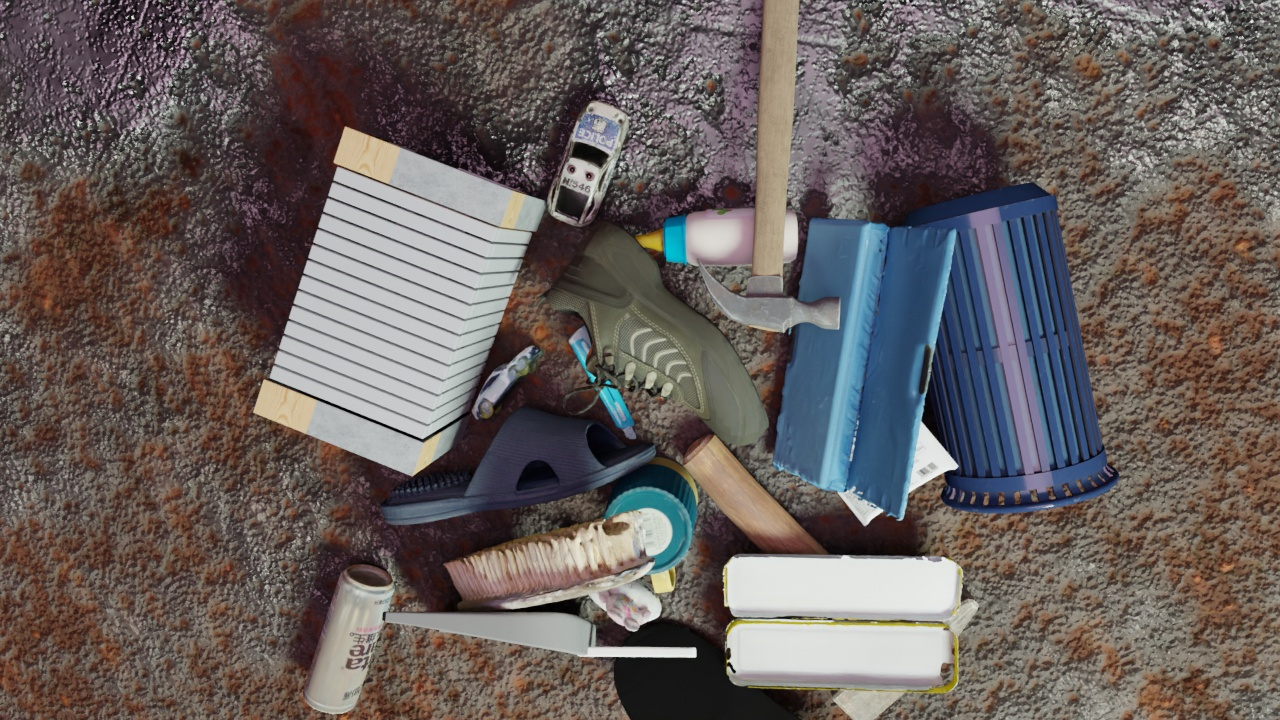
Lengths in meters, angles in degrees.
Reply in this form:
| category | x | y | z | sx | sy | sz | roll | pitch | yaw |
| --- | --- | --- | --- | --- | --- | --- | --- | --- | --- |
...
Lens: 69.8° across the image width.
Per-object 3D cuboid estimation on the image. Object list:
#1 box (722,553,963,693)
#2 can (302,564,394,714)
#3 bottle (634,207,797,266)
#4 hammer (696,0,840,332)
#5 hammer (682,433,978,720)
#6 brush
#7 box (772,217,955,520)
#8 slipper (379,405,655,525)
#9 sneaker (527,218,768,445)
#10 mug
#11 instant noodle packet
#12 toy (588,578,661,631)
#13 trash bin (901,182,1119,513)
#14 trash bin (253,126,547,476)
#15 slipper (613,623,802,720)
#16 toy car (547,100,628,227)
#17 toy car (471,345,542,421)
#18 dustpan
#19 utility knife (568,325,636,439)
| category | x | y | z | sx | sy | sz | roll | pitch | yaw |
| --- | --- | --- | --- | --- | --- | --- | --- | --- | --- |
| box | 0.179 | 0.234 | 0.822 | 0.210 | 0.034 | 0.129 | 0 | 100 | 6 |
| can | -0.284 | 0.270 | 0.895 | 0.054 | 0.054 | 0.136 | 20 | 98 | 3 |
| bottle | 0.066 | -0.109 | 0.818 | 0.146 | 0.051 | 0.051 | -1 | 96 | 6 |
| hammer | 0.114 | -0.188 | 0.778 | 0.119 | 0.030 | 0.331 | 3 | 84 | 11 |
| hammer | 0.157 | 0.180 | 0.851 | 0.301 | 0.037 | 0.158 | 45 | 99 | -1 |
| brush | -0.084 | 0.175 | 0.779 | 0.083 | 0.272 | 0.056 | -9 | 79 | -37 |
| box | 0.181 | -0.001 | 0.764 | 0.033 | 0.175 | 0.231 | 5 | 97 | -25 |
| slipper | -0.120 | 0.088 | 0.837 | 0.264 | 0.101 | 0.082 | -13 | 96 | 10 |
| sneaker | -0.005 | 0.005 | 0.802 | 0.143 | 0.101 | 0.238 | -41 | 87 | -6 |
| mug | 0.014 | 0.153 | 0.827 | 0.083 | 0.107 | 0.113 | -11 | 96 | 4 |
| instant noodle packet | 0.204 | 0.085 | 0.796 | 0.087 | 0.026 | 0.135 | 52 | 144 | 12 |
| toy | -0.016 | 0.211 | 0.828 | 0.076 | 0.125 | 0.037 | 33 | 87 | -2 |
| trash bin | 0.299 | -0.013 | 0.766 | 0.139 | 0.139 | 0.249 | -12 | 94 | 7 |
| trash bin | -0.203 | -0.052 | 0.804 | 0.142 | 0.142 | 0.247 | 21 | 98 | 2 |
| slipper | 0.086 | 0.354 | 0.850 | 0.266 | 0.084 | 0.108 | 30 | 55 | 17 |
| toy car | -0.048 | -0.177 | 0.827 | 0.048 | 0.040 | 0.113 | 21 | 98 | 2 |
| toy car | -0.127 | 0.019 | 0.858 | 0.027 | 0.038 | 0.090 | 41 | 98 | 3 |
| dustpan | -0.080 | 0.247 | 0.820 | 0.258 | 0.163 | 0.033 | -1 | 71 | 5 |
| utility knife | -0.032 | 0.023 | 0.862 | 0.022 | 0.015 | 0.116 | -31 | 95 | -20 |
